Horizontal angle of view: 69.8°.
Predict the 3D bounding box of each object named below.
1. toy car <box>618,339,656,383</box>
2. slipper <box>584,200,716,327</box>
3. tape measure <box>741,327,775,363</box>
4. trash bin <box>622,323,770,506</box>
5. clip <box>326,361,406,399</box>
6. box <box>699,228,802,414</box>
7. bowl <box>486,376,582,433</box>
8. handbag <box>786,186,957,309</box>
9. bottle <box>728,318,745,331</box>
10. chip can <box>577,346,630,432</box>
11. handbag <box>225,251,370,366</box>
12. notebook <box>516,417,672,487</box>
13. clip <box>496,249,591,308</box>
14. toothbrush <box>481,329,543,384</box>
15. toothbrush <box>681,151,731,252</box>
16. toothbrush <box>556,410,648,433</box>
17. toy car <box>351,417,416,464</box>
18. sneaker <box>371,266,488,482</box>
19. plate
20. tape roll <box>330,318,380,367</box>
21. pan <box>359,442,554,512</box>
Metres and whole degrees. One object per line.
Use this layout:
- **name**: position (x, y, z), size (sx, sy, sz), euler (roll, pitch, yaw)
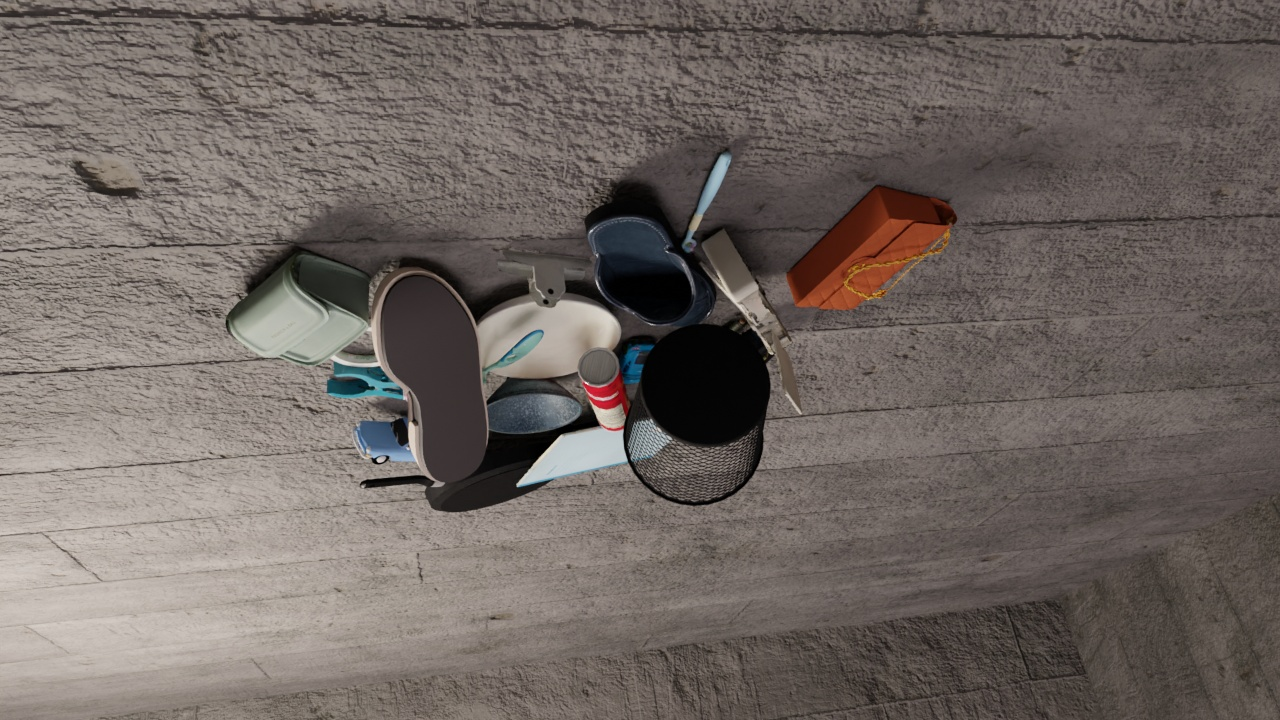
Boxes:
- **toy car**: position (-0.007, 0.007, 1.211), size (0.048, 0.032, 0.106), euler (0, 152, -20)
- **slipper**: position (0.013, -0.074, 0.995), size (0.109, 0.083, 0.265), euler (-8, 158, 15)
- **tape measure**: position (0.147, -0.014, 1.190), size (0.071, 0.042, 0.072), euler (-42, 163, 2)
- **trash bin**: position (0.071, 0.062, 1.107), size (0.184, 0.184, 0.210), euler (-8, 159, -4)
- **clip**: position (-0.325, 0.017, 1.138), size (0.130, 0.030, 0.120), euler (-3, 147, -12)
- **box**: position (0.129, -0.040, 0.999), size (0.044, 0.184, 0.143), euler (-32, 142, 10)
- **bowl**: position (-0.147, 0.046, 1.208), size (0.137, 0.057, 0.137), euler (-7, 156, -3)
- **handbag**: position (0.264, -0.116, 1.046), size (0.108, 0.060, 0.172), euler (2, 150, -29)
- **bottle**: position (0.103, -0.026, 1.192), size (0.025, 0.025, 0.106), euler (9, 147, -31)
- **chip can**: position (-0.043, 0.041, 1.185), size (0.052, 0.051, 0.215), euler (-10, 161, 0)
- **handbag**: position (-0.353, -0.050, 0.959), size (0.122, 0.067, 0.106), euler (-28, 146, 31)
- **notebook**: position (-0.044, 0.130, 1.387), size (0.252, 0.009, 0.182), euler (-9, 156, -34)
- **clip**: position (-0.104, -0.084, 0.993), size (0.101, 0.059, 0.052), euler (4, 168, -23)
- **toothbrush**: position (-0.158, -0.002, 1.086), size (0.022, 0.017, 0.136), euler (18, 142, -40)
- **toothbrush**: position (0.066, -0.160, 0.942), size (0.022, 0.016, 0.155), euler (-24, 159, -25)
- **toothbrush**: position (-0.043, 0.089, 1.368), size (0.167, 0.014, 0.014), euler (-9, 118, -7)
- **toy car**: position (-0.320, 0.109, 1.263), size (0.153, 0.056, 0.055), euler (9, 128, -46)
- **sneaker**: position (-0.249, 0.002, 1.064), size (0.111, 0.116, 0.294), euler (-26, 134, -21)
- **plate**: position (-0.116, -0.035, 1.095), size (0.182, 0.034, 0.183), euler (-8, 152, -4)
- **tape roll**: position (-0.324, -0.020, 1.079), size (0.093, 0.013, 0.093), euler (-7, 152, -4)
- **pan**: position (-0.260, 0.182, 1.367), size (0.226, 0.034, 0.355), euler (-32, 159, 33)
